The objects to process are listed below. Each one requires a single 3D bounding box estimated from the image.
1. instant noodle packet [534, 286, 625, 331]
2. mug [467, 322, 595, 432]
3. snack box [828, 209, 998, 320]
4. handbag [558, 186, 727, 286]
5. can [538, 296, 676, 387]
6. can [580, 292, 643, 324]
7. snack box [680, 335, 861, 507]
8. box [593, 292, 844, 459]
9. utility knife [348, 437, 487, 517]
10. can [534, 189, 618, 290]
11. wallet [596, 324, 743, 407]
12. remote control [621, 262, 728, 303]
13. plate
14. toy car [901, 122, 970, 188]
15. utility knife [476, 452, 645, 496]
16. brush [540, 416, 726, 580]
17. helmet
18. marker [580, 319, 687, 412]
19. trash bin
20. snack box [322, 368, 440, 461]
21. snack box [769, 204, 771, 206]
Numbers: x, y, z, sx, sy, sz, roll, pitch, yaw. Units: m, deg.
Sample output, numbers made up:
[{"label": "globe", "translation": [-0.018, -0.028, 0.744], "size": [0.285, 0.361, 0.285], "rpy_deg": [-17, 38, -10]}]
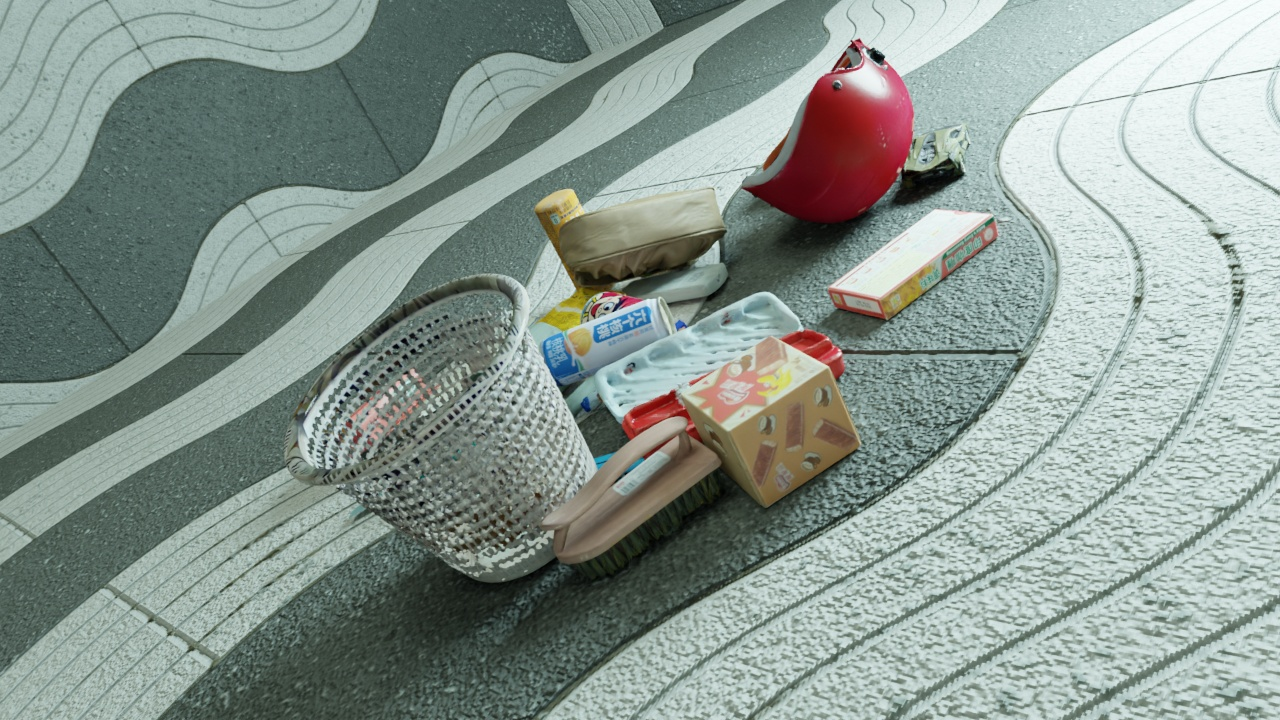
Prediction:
[{"label": "instant noodle packet", "translation": [-0.075, -0.046, 1.130], "size": [0.110, 0.044, 0.128], "rpy_deg": [-42, 24, -15]}, {"label": "mug", "translation": [-0.109, 0.025, 1.000], "size": [0.124, 0.084, 0.103], "rpy_deg": [22, 47, 25]}, {"label": "snack box", "translation": [0.267, -0.097, 0.898], "size": [0.155, 0.027, 0.077], "rpy_deg": [-35, 26, -16]}, {"label": "handbag", "translation": [0.001, -0.148, 1.142], "size": [0.204, 0.100, 0.148], "rpy_deg": [-14, -1, -14]}, {"label": "can", "translation": [-0.032, -0.019, 0.937], "size": [0.135, 0.053, 0.053], "rpy_deg": [-20, 25, 13]}, {"label": "can", "translation": [-0.019, -0.040, 1.031], "size": [0.066, 0.066, 0.094], "rpy_deg": [-36, 26, -19]}, {"label": "snack box", "translation": [0.101, 0.046, 0.726], "size": [0.094, 0.077, 0.093], "rpy_deg": [-32, 25, -9]}, {"label": "box", "translation": [0.067, 0.012, 0.843], "size": [0.201, 0.050, 0.160], "rpy_deg": [-25, 31, -8]}, {"label": "utility knife", "translation": [-0.241, 0.123, 1.005], "size": [0.178, 0.013, 0.029], "rpy_deg": [-32, 24, -9]}, {"label": "can", "translation": [-0.085, -0.154, 1.227], "size": [0.058, 0.146, 0.058], "rpy_deg": [-22, 25, 11]}, {"label": "wallet", "translation": [0.026, 0.010, 0.926], "size": [0.130, 0.035, 0.119], "rpy_deg": [-34, 24, -18]}, {"label": "remote control", "translation": [0.036, -0.088, 1.125], "size": [0.150, 0.021, 0.058], "rpy_deg": [-7, 29, 39]}, {"label": "plate", "translation": [-0.194, 0.020, 1.102], "size": [0.165, 0.034, 0.163], "rpy_deg": [-20, 23, 51]}, {"label": "toy car", "translation": [0.353, -0.251, 1.099], "size": [0.070, 0.042, 0.157], "rpy_deg": [-12, 26, 30]}, {"label": "utility knife", "translation": [-0.080, 0.113, 0.855], "size": [0.208, 0.018, 0.034], "rpy_deg": [-17, 27, 25]}, {"label": "brush", "translation": [-0.008, 0.108, 0.723], "size": [0.145, 0.073, 0.063], "rpy_deg": [-35, 26, -12]}, {"label": "helmet", "translation": [0.241, -0.257, 1.076], "size": [0.239, 0.144, 0.208], "rpy_deg": [-54, 0, -42]}, {"label": "marker", "translation": [-0.006, 0.006, 0.981], "size": [0.145, 0.017, 0.017], "rpy_deg": [-40, 27, -18]}, {"label": "trash bin", "translation": [-0.142, 0.071, 0.763], "size": [0.228, 0.192, 0.227], "rpy_deg": [-23, 34, 16]}, {"label": "snack box", "translation": [-0.317, 0.064, 1.121], "size": [0.127, 0.044, 0.113], "rpy_deg": [-29, 15, 47]}, {"label": "snack box", "translation": [0.239, -0.267, 1.243], "size": [0.113, 0.053, 0.125], "rpy_deg": [-7, 26, 38]}]
